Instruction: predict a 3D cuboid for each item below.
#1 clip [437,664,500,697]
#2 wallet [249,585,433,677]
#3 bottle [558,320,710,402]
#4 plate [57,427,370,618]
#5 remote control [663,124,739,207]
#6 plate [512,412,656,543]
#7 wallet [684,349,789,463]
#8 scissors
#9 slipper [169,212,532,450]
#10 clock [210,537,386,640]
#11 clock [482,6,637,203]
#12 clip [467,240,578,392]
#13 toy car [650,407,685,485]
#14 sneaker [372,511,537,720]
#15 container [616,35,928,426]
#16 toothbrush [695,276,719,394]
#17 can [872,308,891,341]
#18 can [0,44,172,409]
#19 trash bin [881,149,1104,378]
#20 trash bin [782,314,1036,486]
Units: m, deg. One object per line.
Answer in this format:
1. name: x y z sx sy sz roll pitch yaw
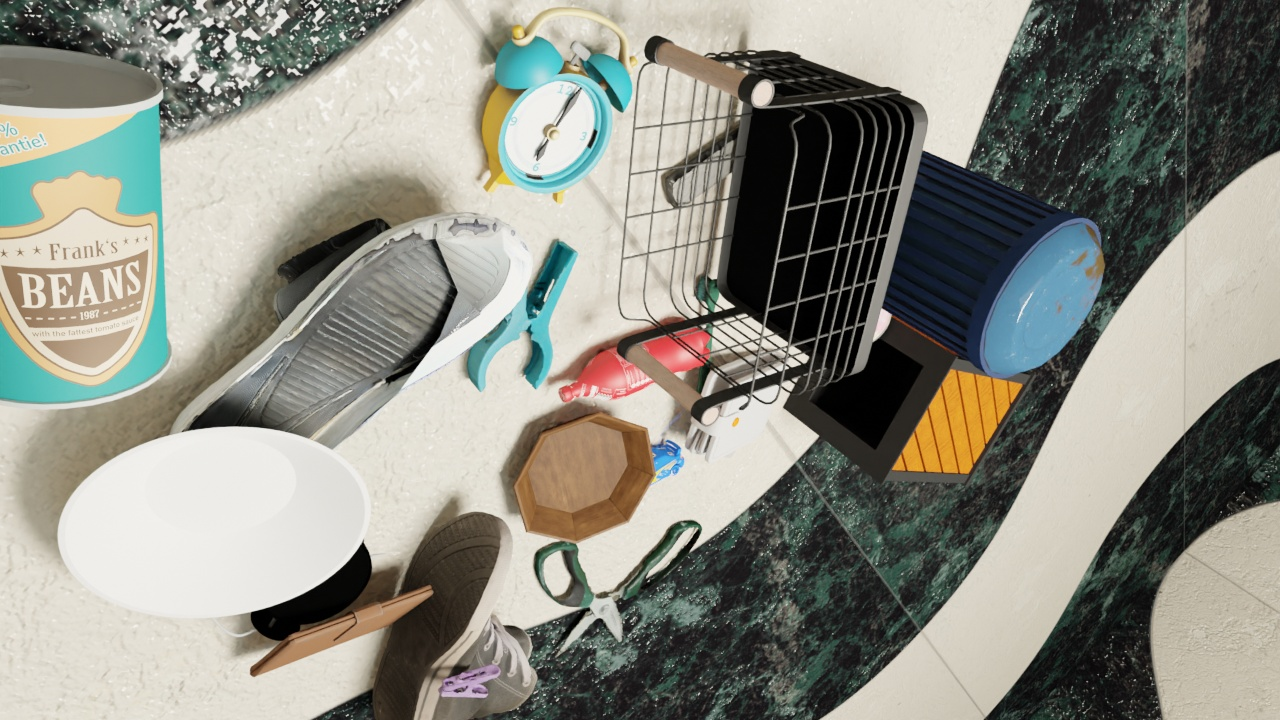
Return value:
1. clip: -0.138 0.259 0.731 0.050 0.013 0.029 5 119 -42
2. wallet: -0.229 0.207 0.707 0.120 0.013 0.088 -10 157 -48
3. bottle: -0.005 0.005 0.766 0.141 0.042 0.042 -22 132 -27
4. plate: -0.262 0.093 0.576 0.173 0.036 0.174 -14 135 -14
5. remote control: 0.075 -0.167 0.728 0.136 0.013 0.033 -38 137 -14
6. plate: -0.050 0.097 0.792 0.131 0.025 0.131 -11 120 -20
7. wallet: 0.088 0.055 0.873 0.118 0.037 0.115 -18 132 -51
8. scissors: -0.020 0.213 0.929 0.205 0.015 0.202 -36 136 -16
9. slipper: -0.190 -0.013 0.585 0.264 0.063 0.111 -41 136 9
10. clock: -0.252 0.156 0.668 0.120 0.042 0.091 -32 136 -18
11. clock: -0.056 -0.165 0.600 0.099 0.043 0.130 0 126 -40
12. clip: -0.103 -0.028 0.674 0.120 0.030 0.130 -15 129 -26
13. toy car: 0.012 0.080 0.845 0.091 0.033 0.062 -25 126 -29
14. sneaker: -0.136 0.224 0.782 0.119 0.095 0.235 1 116 -44
15. container: 0.075 -0.095 0.646 0.130 0.163 0.242 -16 128 -32
16. toothbrush: 0.055 0.005 0.838 0.016 0.017 0.190 -36 141 -40
17. can: 0.191 -0.053 0.871 0.076 0.067 0.067 15 109 -46
18. can: -0.281 -0.064 0.438 0.099 0.099 0.144 -9 125 -36
19. trash bin: 0.224 -0.096 0.729 0.139 0.249 0.139 -22 132 -27
20. trash bin: 0.278 0.032 0.952 0.171 0.140 0.140 8 114 -43
